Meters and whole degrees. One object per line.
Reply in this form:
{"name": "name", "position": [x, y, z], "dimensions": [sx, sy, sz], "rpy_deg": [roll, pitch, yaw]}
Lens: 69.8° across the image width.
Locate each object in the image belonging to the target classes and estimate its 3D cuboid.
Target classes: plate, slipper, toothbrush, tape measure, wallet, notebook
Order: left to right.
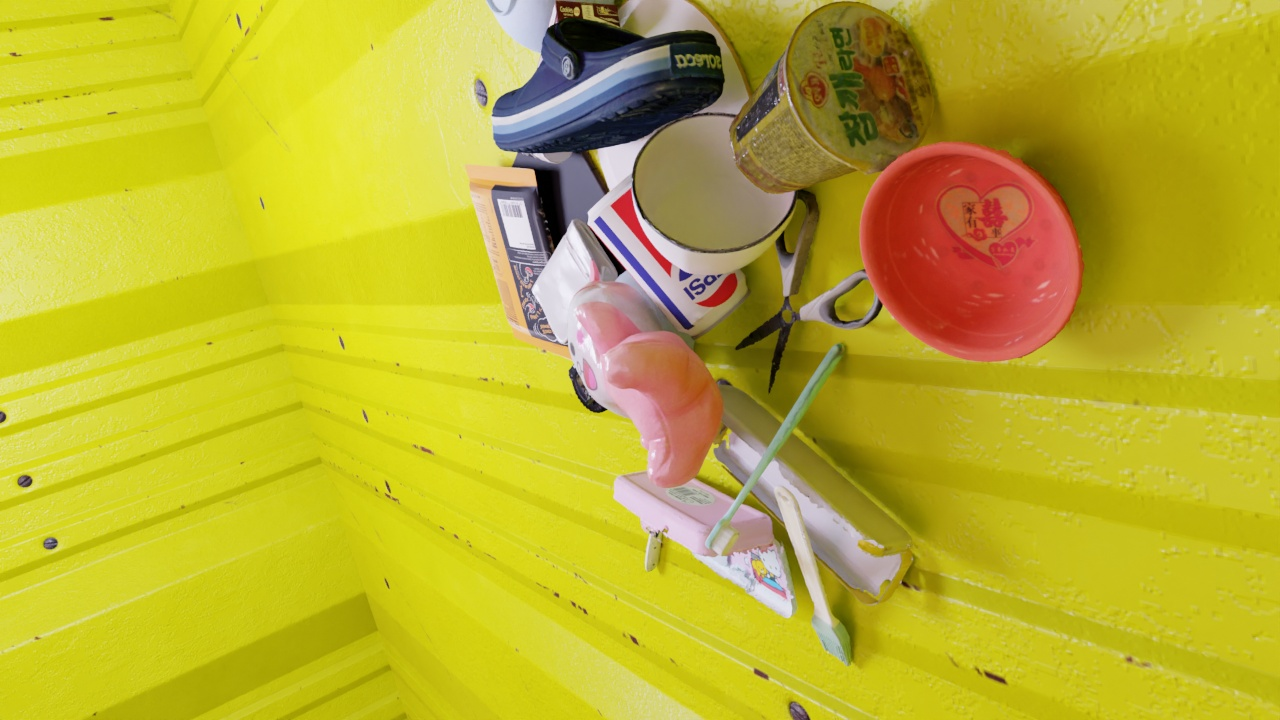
{"name": "notebook", "position": [-0.068, -0.152, 0.938], "dimensions": [0.209, 0.008, 0.142], "rpy_deg": [61, 150, 13]}
{"name": "wallet", "position": [-0.066, -0.079, 0.935], "dimensions": [0.086, 0.032, 0.116], "rpy_deg": [62, 141, 18]}
{"name": "tape measure", "position": [-0.047, 0.024, 0.981], "dimensions": [0.062, 0.038, 0.067], "rpy_deg": [61, 143, 7]}
{"name": "slipper", "position": [-0.028, -0.215, 0.697], "dimensions": [0.253, 0.104, 0.095], "rpy_deg": [4, 106, 55]}
{"name": "toothbrush", "position": [0.017, 0.166, 0.994], "dimensions": [0.017, 0.016, 0.189], "rpy_deg": [53, 148, 44]}
{"name": "plate", "position": [0.016, -0.185, 0.765], "dimensions": [0.230, 0.021, 0.230], "rpy_deg": [37, 137, 43]}
{"name": "toothbrush", "position": [0.101, 0.065, 0.677], "dimensions": [0.016, 0.016, 0.180], "rpy_deg": [32, 91, 34]}

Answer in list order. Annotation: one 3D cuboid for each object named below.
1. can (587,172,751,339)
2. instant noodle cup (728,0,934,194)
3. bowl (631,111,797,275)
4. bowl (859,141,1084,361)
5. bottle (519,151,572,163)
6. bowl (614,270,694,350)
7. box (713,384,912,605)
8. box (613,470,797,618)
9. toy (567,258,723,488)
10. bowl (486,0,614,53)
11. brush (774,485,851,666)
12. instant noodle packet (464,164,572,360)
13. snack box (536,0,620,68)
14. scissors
{"name": "can", "position": [0.023, -0.086, 0.734], "dimensions": [0.132, 0.070, 0.070], "rpy_deg": [49, 151, -6]}
{"name": "instant noodle cup", "position": [0.109, -0.151, 0.572], "dimensions": [0.102, 0.102, 0.108], "rpy_deg": [69, 159, -1]}
{"name": "bowl", "position": [0.051, -0.112, 0.660], "dimensions": [0.116, 0.116, 0.066], "rpy_deg": [58, 169, 19]}
{"name": "bowl", "position": [0.191, -0.066, 0.518], "dimensions": [0.130, 0.045, 0.131], "rpy_deg": [31, 138, 32]}
{"name": "bottle", "position": [-0.110, -0.224, 0.910], "dimensions": [0.116, 0.041, 0.041], "rpy_deg": [29, 132, 49]}
{"name": "bowl", "position": [0.000, -0.033, 0.859], "dimensions": [0.106, 0.039, 0.106], "rpy_deg": [36, 140, 37]}
{"name": "box", "position": [0.115, 0.104, 0.726], "dimensions": [0.210, 0.080, 0.084], "rpy_deg": [44, 123, 38]}
{"name": "box", "position": [0.055, 0.169, 0.844], "dimensions": [0.202, 0.100, 0.103], "rpy_deg": [-164, 68, -65]}
{"name": "toy", "position": [-0.004, 0.004, 0.743], "dimensions": [0.142, 0.084, 0.213], "rpy_deg": [68, 170, -24]}
{"name": "bowl", "position": [-0.091, -0.333, 0.787], "dimensions": [0.150, 0.074, 0.151], "rpy_deg": [36, 135, 47]}
{"name": "brush", "position": [0.139, 0.176, 0.739], "dimensions": [0.033, 0.012, 0.218], "rpy_deg": [27, 148, 47]}
{"name": "instant noodle packet", "position": [-0.133, -0.111, 1.034], "dimensions": [0.160, 0.032, 0.221], "rpy_deg": [20, 129, 52]}
{"name": "snack box", "position": [-0.060, -0.248, 0.793], "dimensions": [0.141, 0.051, 0.031], "rpy_deg": [129, 136, -65]}
{"name": "scissors", "position": [0.118, -0.047, 0.679], "dimensions": [0.158, 0.012, 0.169], "rpy_deg": [9, 109, 56]}
